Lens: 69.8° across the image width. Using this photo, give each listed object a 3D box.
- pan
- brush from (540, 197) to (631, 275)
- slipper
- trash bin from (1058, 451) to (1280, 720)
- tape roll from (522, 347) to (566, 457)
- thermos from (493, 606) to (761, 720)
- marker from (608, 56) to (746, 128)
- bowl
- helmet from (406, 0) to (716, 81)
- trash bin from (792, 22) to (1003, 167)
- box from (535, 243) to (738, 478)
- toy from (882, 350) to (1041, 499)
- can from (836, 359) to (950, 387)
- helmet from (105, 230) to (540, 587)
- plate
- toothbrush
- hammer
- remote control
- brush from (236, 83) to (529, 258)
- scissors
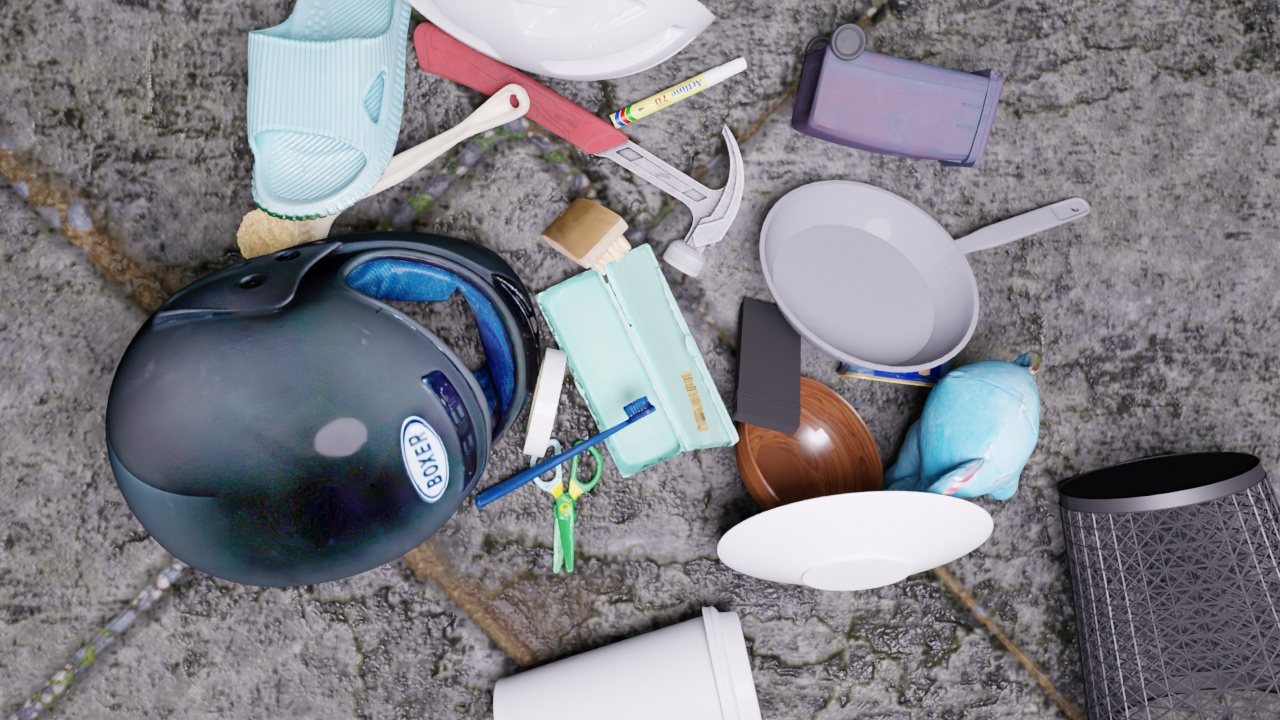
[{"bbox_3d":[0.265,-0.093,0.827,0.355,0.051,0.200,-16,65,-23],"label":"pan"},{"bbox_3d":[-0.046,-0.105,0.780,0.049,0.117,0.039,-45,116,-4],"label":"brush"},{"bbox_3d":[-0.243,-0.242,0.729,0.116,0.069,0.275,7,75,0],"label":"slipper"},{"bbox_3d":[0.492,0.220,0.823,0.217,0.217,0.243,-14,89,-6],"label":"trash bin"},{"bbox_3d":[-0.083,0.036,0.791,0.019,0.094,0.094,13,93,-8],"label":"tape roll"},{"bbox_3d":[-0.011,0.301,0.811,0.222,0.131,0.131,-12,95,2],"label":"thermos"},{"bbox_3d":[0.034,-0.241,0.824,0.132,0.014,0.014,-25,97,-4],"label":"marker"},{"bbox_3d":[0.138,0.093,0.824,0.147,0.069,0.147,16,55,-23],"label":"bowl"},{"bbox_3d":[-0.072,-0.319,0.706,0.282,0.223,0.184,20,115,-4],"label":"helmet"},{"bbox_3d":[0.226,-0.229,0.808,0.161,0.093,0.092,10,102,-6],"label":"trash bin"},{"bbox_3d":[-0.001,0.001,0.805,0.138,0.057,0.187,-20,99,28],"label":"box"},{"bbox_3d":[0.277,0.078,0.791,0.115,0.181,0.182,38,58,7],"label":"toy"},{"bbox_3d":[0.236,-0.009,0.845,0.100,0.054,0.059,6,92,-8],"label":"can"},{"bbox_3d":[-0.223,0.040,0.683,0.316,0.235,0.249,-14,119,-5],"label":"helmet"},{"bbox_3d":[0.180,0.167,0.774,0.229,0.230,0.030,2,60,-7],"label":"plate"},{"bbox_3d":[-0.069,0.081,0.806,0.190,0.016,0.017,-30,84,16],"label":"toothbrush"},{"bbox_3d":[-0.053,-0.206,0.800,0.315,0.036,0.126,30,104,-4],"label":"hammer"},{"bbox_3d":[0.113,0.003,0.809,0.058,0.013,0.133,16,50,-7],"label":"remote control"},{"bbox_3d":[-0.212,-0.154,0.765,0.272,0.077,0.062,-31,110,-1],"label":"brush"},{"bbox_3d":[-0.076,0.134,0.840,0.071,0.014,0.130,9,92,-7],"label":"scissors"}]
